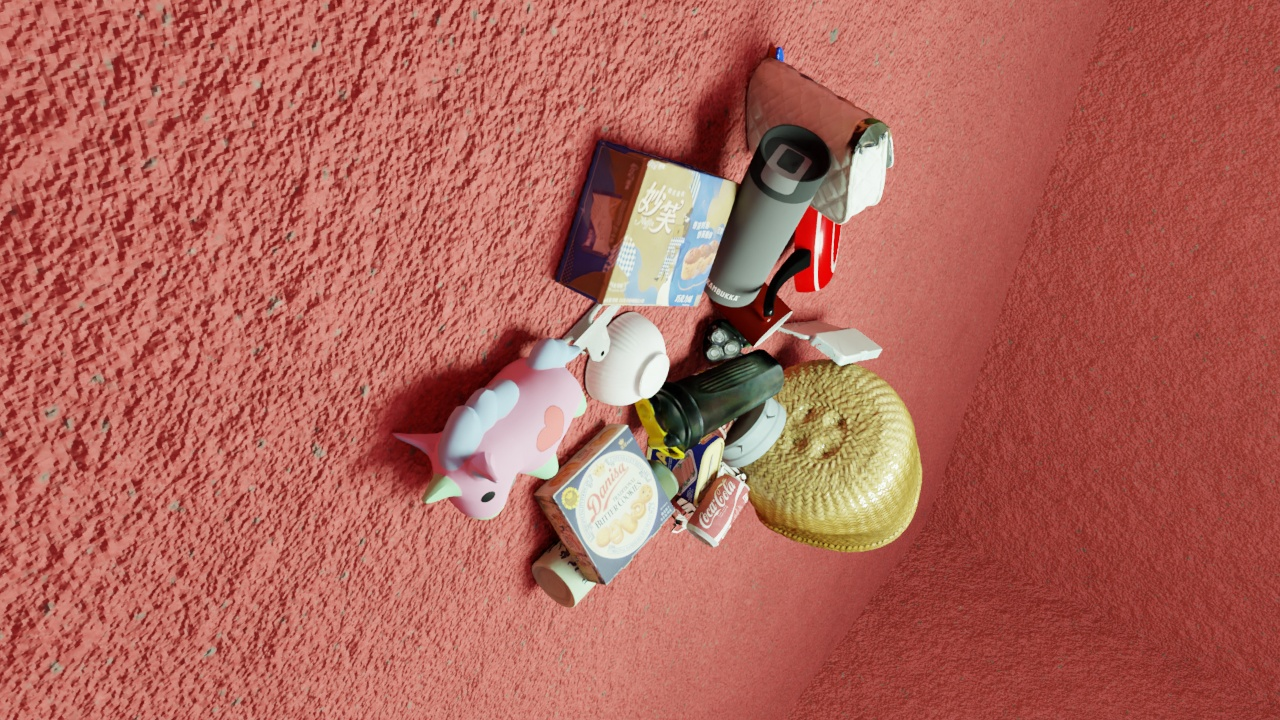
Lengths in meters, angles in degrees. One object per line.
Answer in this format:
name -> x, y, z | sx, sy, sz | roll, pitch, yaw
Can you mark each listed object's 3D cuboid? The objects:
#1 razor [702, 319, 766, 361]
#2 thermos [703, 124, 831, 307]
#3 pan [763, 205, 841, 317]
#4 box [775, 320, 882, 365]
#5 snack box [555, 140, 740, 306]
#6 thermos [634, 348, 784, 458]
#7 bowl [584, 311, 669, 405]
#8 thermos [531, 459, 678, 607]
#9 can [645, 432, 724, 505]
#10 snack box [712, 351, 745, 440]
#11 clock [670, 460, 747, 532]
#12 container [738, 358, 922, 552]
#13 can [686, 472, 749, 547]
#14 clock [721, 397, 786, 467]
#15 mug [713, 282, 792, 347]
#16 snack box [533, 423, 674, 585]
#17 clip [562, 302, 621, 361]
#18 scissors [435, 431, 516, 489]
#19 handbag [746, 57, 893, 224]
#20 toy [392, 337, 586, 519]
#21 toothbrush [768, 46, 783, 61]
razor -> 0.141, -0.030, 1.313 | 0.151, 0.067, 0.054 | -8, 120, -49
thermos -> 0.143, -0.166, 1.102 | 0.082, 0.082, 0.241 | -43, 167, -33
pan -> 0.229, -0.158, 1.252 | 0.355, 0.067, 0.209 | -64, 156, -50
box -> 0.318, -0.038, 1.537 | 0.196, 0.134, 0.041 | -6, 127, -58
snack box -> 0.013, -0.142, 1.002 | 0.202, 0.069, 0.155 | -5, 117, -58
thermos -> 0.097, 0.054, 1.254 | 0.220, 0.098, 0.098 | -23, 134, -34
bowl -> -0.007, 0.006, 1.107 | 0.117, 0.062, 0.118 | -40, 145, -36
thermos -> -0.037, 0.225, 1.226 | 0.230, 0.082, 0.082 | -41, 145, -35
can -> 0.062, 0.140, 1.307 | 0.056, 0.092, 0.116 | -31, 139, -45
snack box -> 0.127, 0.052, 1.364 | 0.121, 0.072, 0.072 | -52, 151, -19
clock -> 0.095, 0.212, 1.455 | 0.155, 0.065, 0.114 | -54, 156, 18
container -> 0.308, 0.147, 1.518 | 0.306, 0.307, 0.196 | -55, 148, -14
can -> 0.110, 0.209, 1.289 | 0.096, 0.054, 0.054 | -54, 151, -15
clock -> 0.154, 0.098, 1.394 | 0.045, 0.159, 0.122 | 44, 87, -21
mug -> 0.152, -0.074, 1.248 | 0.073, 0.082, 0.105 | -43, 171, 3
snack box -> -0.042, 0.179, 1.149 | 0.144, 0.043, 0.145 | -43, 115, -33
clip -> -0.050, -0.023, 1.034 | 0.101, 0.050, 0.058 | -47, 136, -24
scissors -> -0.164, 0.090, 0.972 | 0.120, 0.012, 0.171 | -46, 144, -29
handbag -> 0.210, -0.264, 1.090 | 0.072, 0.195, 0.139 | -30, 142, -18
toy -> -0.129, 0.057, 0.906 | 0.221, 0.120, 0.171 | -63, 156, -16
toothbrush -> 0.174, -0.324, 1.178 | 0.016, 0.018, 0.183 | -53, 154, -26
